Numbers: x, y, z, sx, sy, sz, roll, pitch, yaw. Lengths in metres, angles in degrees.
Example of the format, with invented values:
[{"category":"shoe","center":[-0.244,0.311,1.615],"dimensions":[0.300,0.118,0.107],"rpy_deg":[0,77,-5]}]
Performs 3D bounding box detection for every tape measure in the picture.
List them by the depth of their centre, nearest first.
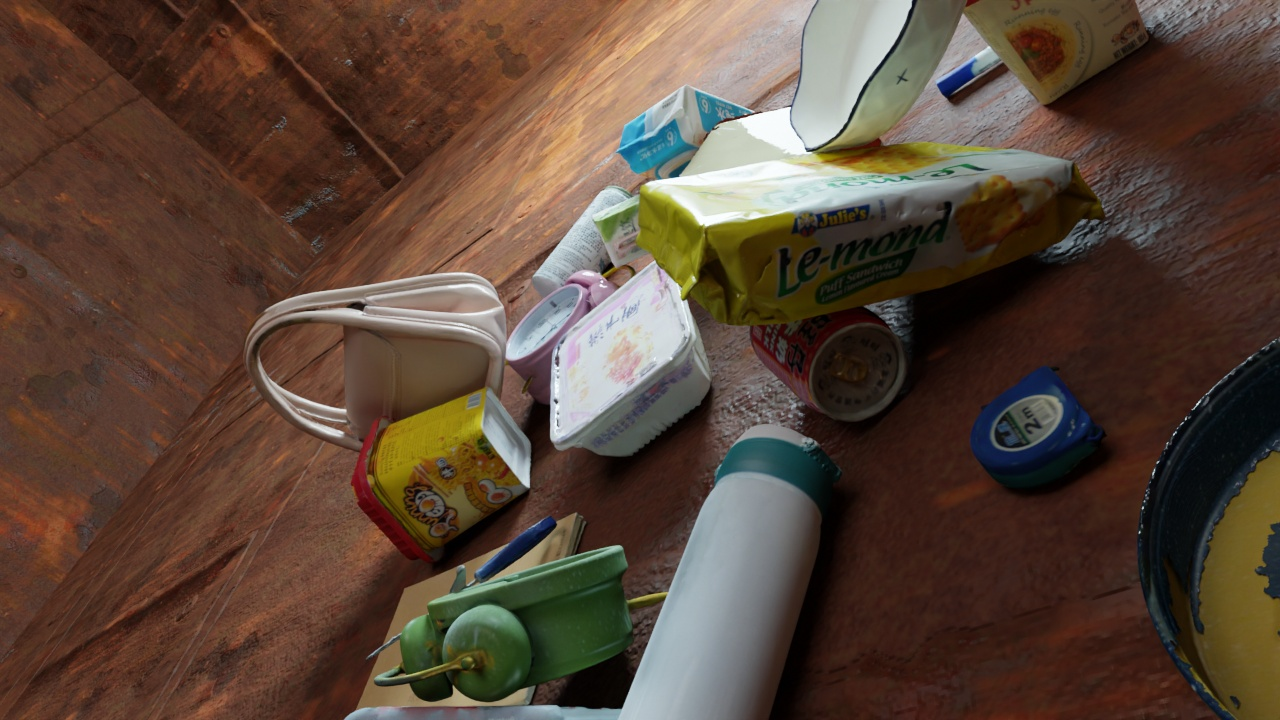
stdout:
[{"category":"tape measure","center":[0.183,0.034,0.428],"dimensions":[0.055,0.025,0.058],"rpy_deg":[-38,21,19]}]

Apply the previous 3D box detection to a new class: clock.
[{"category":"clock","center":[-0.072,0.151,0.518],"dimensions":[0.160,0.056,0.116],"rpy_deg":[-9,-12,-40]},{"category":"clock","center":[-0.062,-0.032,0.883],"dimensions":[0.158,0.060,0.117],"rpy_deg":[-44,24,-3]}]

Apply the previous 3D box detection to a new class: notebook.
[{"category":"notebook","center":[-0.134,0.206,0.679],"dimensions":[0.212,0.012,0.149],"rpy_deg":[-28,30,33]}]

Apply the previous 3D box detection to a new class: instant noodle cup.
[{"category":"instant noodle cup","center":[0.272,-0.254,0.625],"dimensions":[0.117,0.124,0.116],"rpy_deg":[-32,27,26]},{"category":"instant noodle cup","center":[-0.004,0.004,0.733],"dimensions":[0.138,0.060,0.173],"rpy_deg":[-38,24,15]},{"category":"instant noodle cup","center":[-0.167,0.094,0.801],"dimensions":[0.124,0.116,0.116],"rpy_deg":[-27,28,10]}]

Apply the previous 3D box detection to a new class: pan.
[{"category":"pan","center":[0.275,-0.019,0.302],"dimensions":[0.198,0.078,0.356],"rpy_deg":[-16,37,47]}]

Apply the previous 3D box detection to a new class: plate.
[{"category":"plate","center":[0.161,-0.237,0.615],"dimensions":[0.205,0.045,0.205],"rpy_deg":[-168,91,-80]}]

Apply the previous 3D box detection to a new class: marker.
[{"category":"marker","center":[0.299,-0.254,0.713],"dimensions":[0.146,0.017,0.016],"rpy_deg":[-31,27,28]}]

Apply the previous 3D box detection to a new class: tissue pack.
[{"category":"tissue pack","center":[0.054,-0.215,0.914],"dimensions":[0.090,0.139,0.063],"rpy_deg":[-23,72,41]}]

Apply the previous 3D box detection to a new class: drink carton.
[{"category":"drink carton","center":[0.019,-0.137,0.881],"dimensions":[0.122,0.053,0.045],"rpy_deg":[-23,20,0]}]

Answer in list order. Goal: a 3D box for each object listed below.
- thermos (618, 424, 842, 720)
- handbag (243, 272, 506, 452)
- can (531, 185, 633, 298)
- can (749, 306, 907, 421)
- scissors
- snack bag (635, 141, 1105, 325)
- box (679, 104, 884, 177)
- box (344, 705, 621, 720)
[{"category":"thermos","center":[0.041,0.130,0.453],"dimensions":[0.073,0.073,0.223],"rpy_deg":[-19,34,44]},{"category":"handbag","center":[-0.245,0.010,0.847],"dimensions":[0.093,0.234,0.194],"rpy_deg":[-97,16,-48]},{"category":"can","center":[-0.058,-0.126,1.026],"dimensions":[0.146,0.058,0.058],"rpy_deg":[-55,26,-21]},{"category":"can","center":[0.112,-0.008,0.557],"dimensions":[0.066,0.066,0.093],"rpy_deg":[-43,24,4]},{"category":"scissors","center":[-0.117,0.154,0.621],"dimensions":[0.162,0.012,0.174],"rpy_deg":[-36,-13,-29]},{"category":"snack bag","center":[0.122,-0.082,0.555],"dimensions":[0.246,0.068,0.158],"rpy_deg":[-12,21,-10]},{"category":"box","center":[0.110,-0.170,0.780],"dimensions":[0.169,0.077,0.091],"rpy_deg":[5,57,52]},{"category":"box","center":[-0.088,0.224,0.515],"dimensions":[0.202,0.095,0.097],"rpy_deg":[-21,0,39]}]
